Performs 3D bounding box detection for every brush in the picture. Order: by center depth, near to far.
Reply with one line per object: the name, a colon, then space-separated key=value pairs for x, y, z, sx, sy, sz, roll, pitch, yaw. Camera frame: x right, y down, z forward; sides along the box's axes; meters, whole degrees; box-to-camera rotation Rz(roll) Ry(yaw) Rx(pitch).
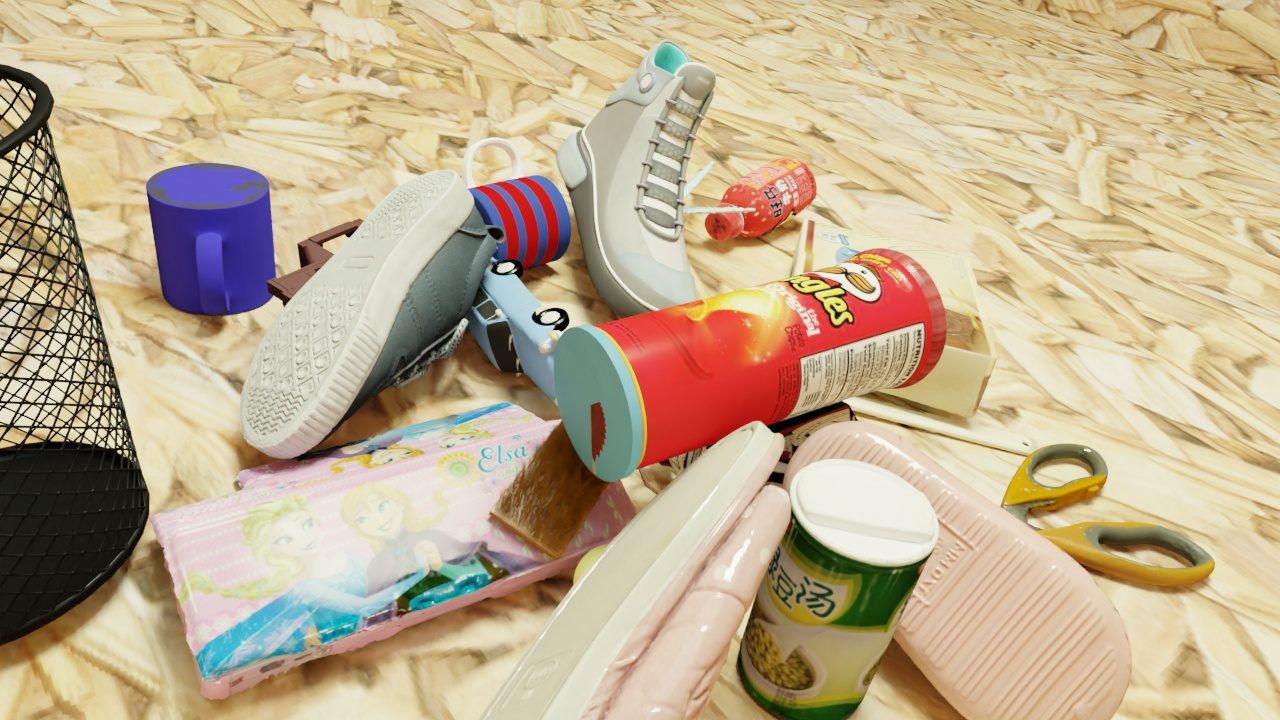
brush: x=-0.031 y=0.049 z=0.506 sx=0.048 sy=0.017 sz=0.126 roll=34 pitch=47 yaw=3
brush: x=0.188 y=0.038 z=0.678 sx=0.218 sy=0.012 sz=0.033 roll=14 pitch=32 yaw=3

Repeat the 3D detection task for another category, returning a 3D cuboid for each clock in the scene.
clock: x=0.069 y=0.053 z=0.570 sx=0.154 sy=0.065 sz=0.114 roll=-11 pitch=39 yaw=-31

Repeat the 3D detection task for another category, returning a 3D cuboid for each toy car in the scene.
toy car: x=-0.088 y=-0.023 z=0.648 sx=0.054 sy=0.056 sz=0.153 roll=-25 pitch=38 yaw=-16
toy car: x=-0.196 y=-0.064 z=0.673 sx=0.062 sy=0.070 sz=0.169 roll=28 pitch=41 yaw=26

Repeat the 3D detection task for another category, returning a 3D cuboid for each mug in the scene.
mug: x=-0.304 y=-0.080 z=0.653 sx=0.079 sy=0.084 sz=0.111 roll=-4 pitch=36 yaw=-20
mug: x=-0.116 y=-0.128 z=0.759 sx=0.076 sy=0.112 sz=0.075 roll=-22 pitch=7 yaw=-40

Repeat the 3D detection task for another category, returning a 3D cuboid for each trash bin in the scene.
trash bin: x=-0.316 y=0.005 z=0.389 sx=0.184 sy=0.210 sz=0.183 roll=1 pitch=35 yaw=-1

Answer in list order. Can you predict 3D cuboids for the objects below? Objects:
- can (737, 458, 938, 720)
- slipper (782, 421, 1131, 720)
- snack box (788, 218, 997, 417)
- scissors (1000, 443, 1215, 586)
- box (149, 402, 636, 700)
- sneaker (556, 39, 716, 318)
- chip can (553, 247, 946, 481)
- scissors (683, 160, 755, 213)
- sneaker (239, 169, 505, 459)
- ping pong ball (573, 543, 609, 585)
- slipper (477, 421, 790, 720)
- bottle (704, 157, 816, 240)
can: x=0.090 y=0.111 z=0.437 sx=0.067 sy=0.121 sz=0.067 roll=7 pitch=33 yaw=-5
slipper: x=0.164 y=0.111 z=0.490 sx=0.197 sy=0.093 sz=0.081 roll=45 pitch=8 yaw=21
snack box: x=0.196 y=-0.044 z=0.752 sx=0.153 sy=0.055 sz=0.206 roll=15 pitch=29 yaw=6
scissors: x=0.256 y=0.110 z=0.582 sx=0.224 sy=0.016 sz=0.175 roll=-14 pitch=40 yaw=-32
box: x=-0.133 y=0.072 z=0.495 sx=0.230 sy=0.062 sz=0.161 roll=-14 pitch=40 yaw=-32
sneaker: x=0.020 y=-0.148 z=0.742 sx=0.093 sy=0.161 sz=0.256 roll=17 pitch=37 yaw=-34
chip can: x=0.065 y=-0.002 z=0.512 sx=0.213 sy=0.087 sz=0.087 roll=-15 pitch=41 yaw=-29
scissors: x=0.030 y=-0.143 z=0.868 sx=0.172 sy=0.021 sz=0.172 roll=8 pitch=41 yaw=34
sneaker: x=-0.161 y=-0.024 z=0.590 sx=0.089 sy=0.087 sz=0.234 roll=2 pitch=50 yaw=35
ping pong ball: x=-0.015 y=0.115 z=0.476 sx=0.040 sy=0.040 sz=0.040 roll=7 pitch=33 yaw=-5
slipper: x=-0.010 y=0.131 z=0.380 sx=0.054 sy=0.114 sz=0.273 roll=44 pitch=57 yaw=-5
bottle: x=0.114 y=-0.154 z=0.902 sx=0.062 sy=0.062 sz=0.137 roll=30 pitch=44 yaw=27
